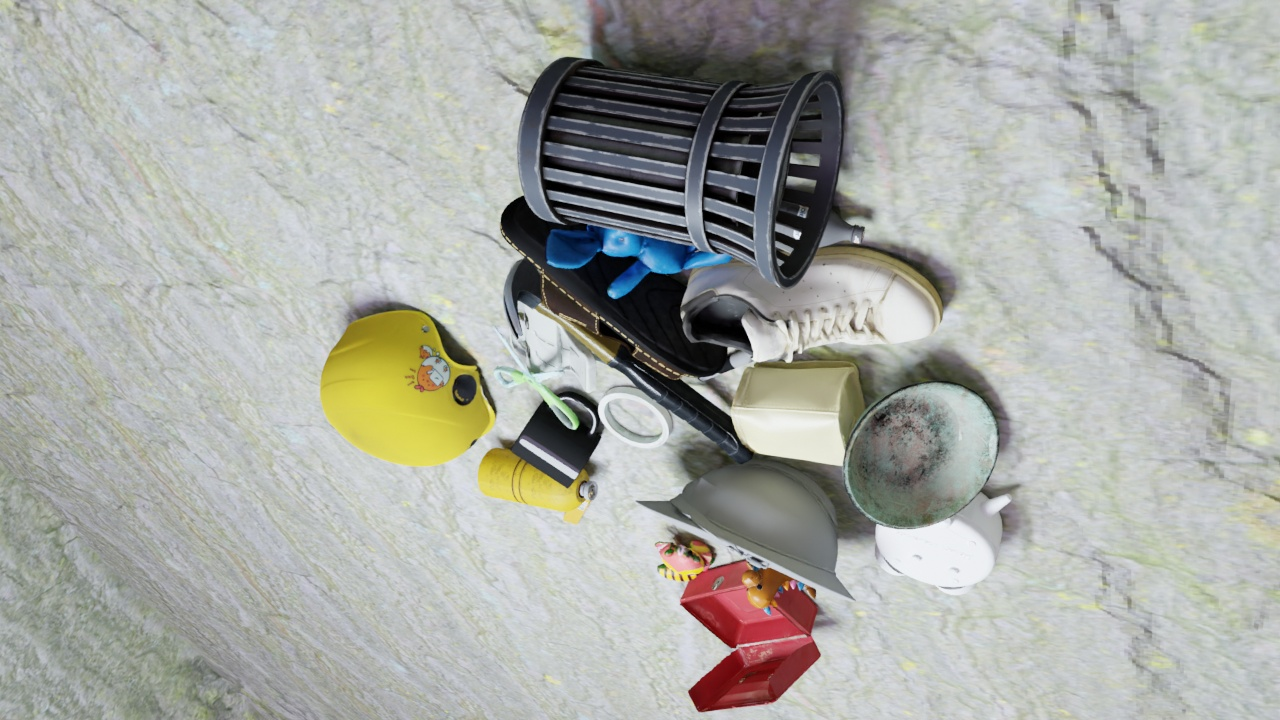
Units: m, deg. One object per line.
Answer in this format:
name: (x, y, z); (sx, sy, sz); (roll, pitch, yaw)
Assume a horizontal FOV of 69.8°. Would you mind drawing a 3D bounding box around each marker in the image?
marker: (0.112, -0.005, 0.957); (0.141, 0.016, 0.016); (-24, 115, 44)

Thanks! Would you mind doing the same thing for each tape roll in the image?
tape roll: (-0.007, 0.070, 1.107); (0.093, 0.013, 0.093); (18, 139, 16)

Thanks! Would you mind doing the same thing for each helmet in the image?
helmet: (0.136, 0.171, 1.052); (0.271, 0.117, 0.183); (22, 170, 20)
helmet: (-0.314, 0.063, 1.194); (0.210, 0.139, 0.240); (-15, 123, 40)

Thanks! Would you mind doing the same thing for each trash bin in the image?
trash bin: (0.028, -0.163, 0.744); (0.228, 0.163, 0.164); (15, 137, 23)

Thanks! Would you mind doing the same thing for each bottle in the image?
bottle: (-0.132, 0.161, 1.233); (0.164, 0.070, 0.071); (6, 134, 29)
bottle: (0.141, -0.121, 0.805); (0.110, 0.036, 0.036); (15, 137, 19)

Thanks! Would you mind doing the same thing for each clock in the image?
clock: (0.317, 0.192, 0.985); (0.125, 0.072, 0.161); (17, 138, 16)

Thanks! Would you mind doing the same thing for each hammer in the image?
hammer: (-0.006, 0.006, 0.982); (0.333, 0.117, 0.025); (37, 142, -14)

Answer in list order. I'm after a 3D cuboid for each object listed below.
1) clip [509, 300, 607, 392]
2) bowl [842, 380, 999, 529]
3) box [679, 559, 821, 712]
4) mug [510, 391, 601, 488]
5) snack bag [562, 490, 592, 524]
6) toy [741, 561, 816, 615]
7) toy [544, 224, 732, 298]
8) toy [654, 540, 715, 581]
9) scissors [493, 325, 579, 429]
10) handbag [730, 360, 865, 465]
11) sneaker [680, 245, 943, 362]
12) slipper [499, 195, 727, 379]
clip: (-0.094, -0.026, 1.037); (0.143, 0.072, 0.125); (28, 143, 20)
bowl: (0.265, 0.086, 0.889); (0.157, 0.038, 0.158); (-3, 111, -9)
box: (0.137, 0.355, 1.235); (0.158, 0.153, 0.168); (-30, 81, 44)
mug: (-0.097, 0.091, 1.147); (0.088, 0.078, 0.114); (33, 113, -2)
snack bag: (-0.087, 0.203, 1.287); (0.026, 0.020, 0.099); (23, 140, -3)
toy: (0.175, 0.282, 1.150); (0.103, 0.090, 0.071); (43, 141, -7)
toy: (0.001, -0.119, 0.859); (0.176, 0.112, 0.071); (5, 153, -5)
toy: (0.058, 0.273, 1.249); (0.084, 0.046, 0.104); (5, 148, -4)
scissors: (-0.128, 0.022, 1.060); (0.174, 0.022, 0.171); (16, 145, 50)
handbag: (0.164, 0.058, 0.945); (0.119, 0.081, 0.111); (2, 139, 28)
sneaker: (0.144, -0.042, 0.833); (0.242, 0.102, 0.089); (6, 134, 25)
slipper: (-0.029, -0.064, 0.913); (0.268, 0.112, 0.076); (35, 140, -11)
